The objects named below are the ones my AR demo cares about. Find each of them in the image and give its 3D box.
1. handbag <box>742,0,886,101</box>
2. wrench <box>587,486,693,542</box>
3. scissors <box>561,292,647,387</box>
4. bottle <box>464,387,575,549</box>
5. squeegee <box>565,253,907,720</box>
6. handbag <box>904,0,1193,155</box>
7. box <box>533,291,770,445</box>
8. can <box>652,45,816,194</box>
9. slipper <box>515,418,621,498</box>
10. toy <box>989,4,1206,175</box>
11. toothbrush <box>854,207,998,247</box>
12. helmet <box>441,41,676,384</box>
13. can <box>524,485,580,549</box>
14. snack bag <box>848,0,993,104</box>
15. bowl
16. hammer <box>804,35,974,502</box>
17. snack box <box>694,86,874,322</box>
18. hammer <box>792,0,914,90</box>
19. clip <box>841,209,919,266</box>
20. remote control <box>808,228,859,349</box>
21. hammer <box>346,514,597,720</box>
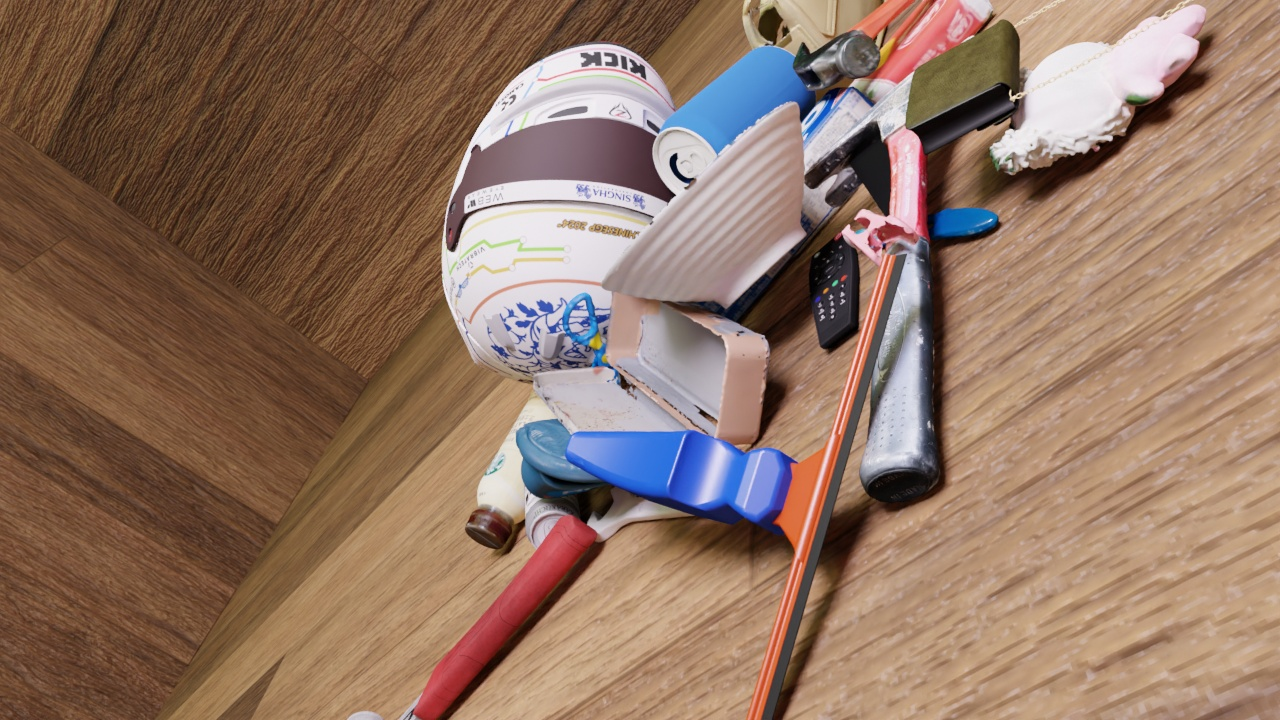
[{"bbox_3d":[0.162,-0.343,0.882,0.089,0.191,0.232,-15,50,37],"label":"handbag"},{"bbox_3d":[0.032,0.092,0.590,0.274,0.009,0.047,-22,34,59],"label":"wrench"},{"bbox_3d":[-0.020,-0.006,0.781,0.105,0.132,0.019,-17,35,-8],"label":"scissors"},{"bbox_3d":[-0.111,0.100,0.869,0.057,0.056,0.161,-29,28,52],"label":"bottle"},{"bbox_3d":[0.029,0.061,0.487,0.185,0.055,0.249,7,72,42],"label":"squeegee"},{"bbox_3d":[0.224,-0.169,0.471,0.178,0.027,0.083,-24,32,39],"label":"handbag"},{"bbox_3d":[-0.002,0.004,0.650,0.216,0.096,0.105,-143,63,-64],"label":"box"},{"bbox_3d":[0.081,-0.199,0.772,0.145,0.079,0.079,-45,11,-31],"label":"can"},{"bbox_3d":[-0.046,0.075,0.715,0.214,0.103,0.059,-174,80,-77],"label":"slipper"},{"bbox_3d":[0.238,-0.140,0.476,0.109,0.041,0.095,-26,31,43],"label":"toy"},{"bbox_3d":[0.171,-0.080,0.566,0.021,0.016,0.132,-60,17,-10],"label":"toothbrush"},{"bbox_3d":[-0.066,-0.104,0.860,0.315,0.230,0.235,128,144,-55],"label":"helmet"},{"bbox_3d":[-0.073,0.118,0.753,0.044,0.044,0.106,-49,17,8],"label":"can"},{"bbox_3d":[0.221,-0.246,0.743,0.116,0.036,0.077,-49,16,9],"label":"snack bag"},{"bbox_3d":[0.061,-0.085,0.619,0.177,0.071,0.177,-42,-2,-2],"label":"bowl"},{"bbox_3d":[0.144,-0.057,0.522,0.141,0.036,0.325,-35,28,42],"label":"hammer"},{"bbox_3d":[0.106,-0.114,0.740,0.226,0.059,0.059,-50,13,8],"label":"snack box"},{"bbox_3d":[0.255,-0.325,0.728,0.333,0.033,0.133,-41,16,-5],"label":"hammer"},{"bbox_3d":[0.125,-0.063,0.498,0.037,0.022,0.058,-52,17,12],"label":"clip"},{"bbox_3d":[0.131,-0.048,0.617,0.039,0.010,0.124,-42,19,30],"label":"remote control"},{"bbox_3d":[-0.140,0.236,0.696,0.316,0.036,0.126,-49,20,14],"label":"hammer"}]
